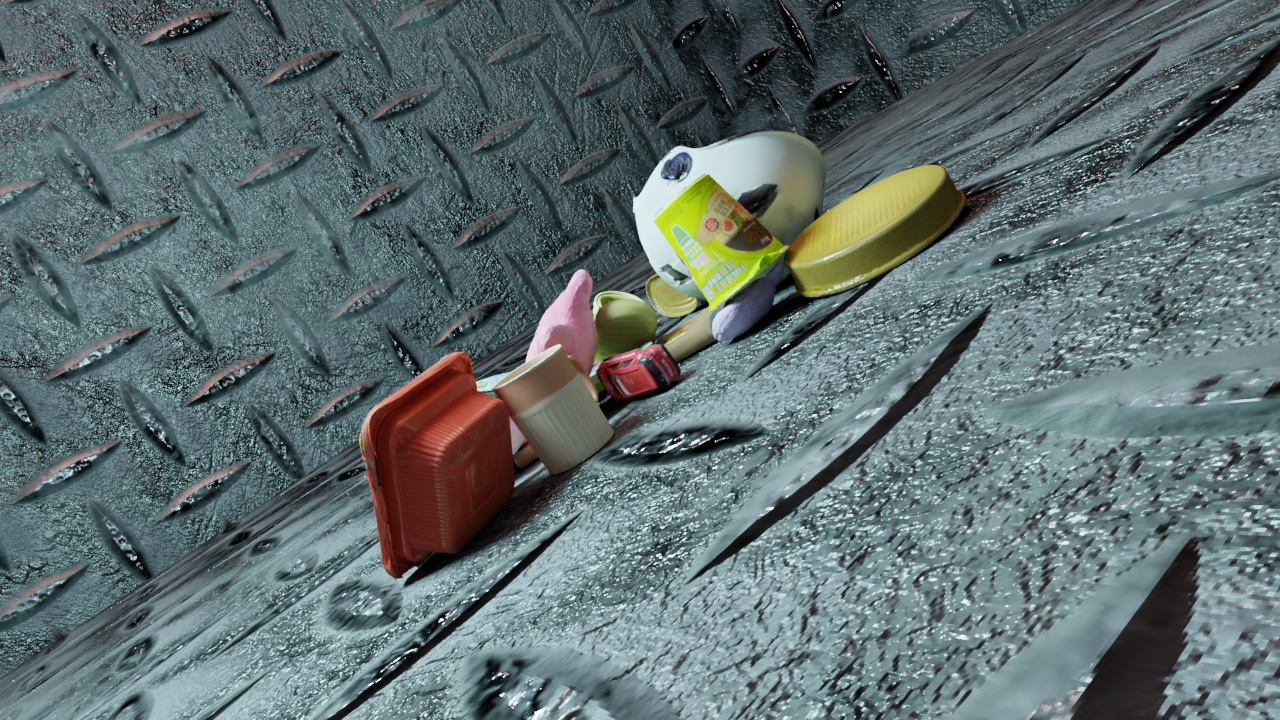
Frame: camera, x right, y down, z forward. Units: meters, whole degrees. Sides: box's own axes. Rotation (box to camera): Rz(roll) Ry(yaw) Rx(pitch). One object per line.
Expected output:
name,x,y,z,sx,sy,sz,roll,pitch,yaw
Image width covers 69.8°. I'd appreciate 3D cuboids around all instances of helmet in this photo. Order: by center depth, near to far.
helmet,0.115,-0.159,1.144,0.228,0.145,0.259,17,-29,-37

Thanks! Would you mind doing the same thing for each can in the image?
can,0.063,-0.110,1.400,0.049,0.074,0.148,-32,9,-23

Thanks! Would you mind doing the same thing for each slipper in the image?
slipper,-0.021,-0.049,1.163,0.091,0.081,0.191,5,-18,-6

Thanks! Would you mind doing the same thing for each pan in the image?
pan,0.272,-0.160,1.051,0.198,0.078,0.356,-27,17,25

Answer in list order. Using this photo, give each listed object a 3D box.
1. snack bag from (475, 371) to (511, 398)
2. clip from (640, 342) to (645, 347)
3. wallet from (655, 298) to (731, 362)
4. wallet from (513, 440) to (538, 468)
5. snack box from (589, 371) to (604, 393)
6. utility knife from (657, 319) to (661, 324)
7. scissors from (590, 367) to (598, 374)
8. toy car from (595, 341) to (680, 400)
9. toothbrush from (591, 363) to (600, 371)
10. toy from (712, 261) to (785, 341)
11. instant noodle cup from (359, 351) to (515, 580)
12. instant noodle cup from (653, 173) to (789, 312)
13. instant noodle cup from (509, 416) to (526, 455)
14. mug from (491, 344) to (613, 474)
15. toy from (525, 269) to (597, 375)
snack bag,-0.208,0.039,1.318,0.190,0.039,0.110,-12,8,-18
clip,-0.007,0.003,1.112,0.058,0.045,0.027,-57,1,-2
wallet,0.064,-0.030,1.099,0.115,0.033,0.090,-32,9,23
wallet,-0.100,0.083,1.079,0.101,0.020,0.115,-33,6,1
snack box,-0.112,0.058,1.201,0.157,0.026,0.085,-28,3,23
utility knife,-0.026,-0.044,1.517,0.030,0.020,0.188,-33,14,-34
scissors,-0.082,0.030,1.322,0.133,0.017,0.131,-29,6,-6
toy car,-0.008,0.015,1.016,0.045,0.053,0.121,-40,13,-33
toothbrush,-0.120,0.043,1.370,0.188,0.018,0.014,-35,8,-28
toy,0.118,-0.059,1.016,0.107,0.039,0.084,-37,-18,-37
instant noodle cup,-0.182,0.104,0.869,0.079,0.189,0.164,11,30,21
instant noodle cup,0.081,-0.135,1.010,0.111,0.123,0.111,-40,1,1
instant noodle cup,-0.199,0.112,1.061,0.174,0.060,0.137,-40,5,23
mug,-0.081,0.044,0.936,0.082,0.106,0.114,-26,10,31
toy,-0.094,0.008,1.061,0.074,0.179,0.194,12,38,6
